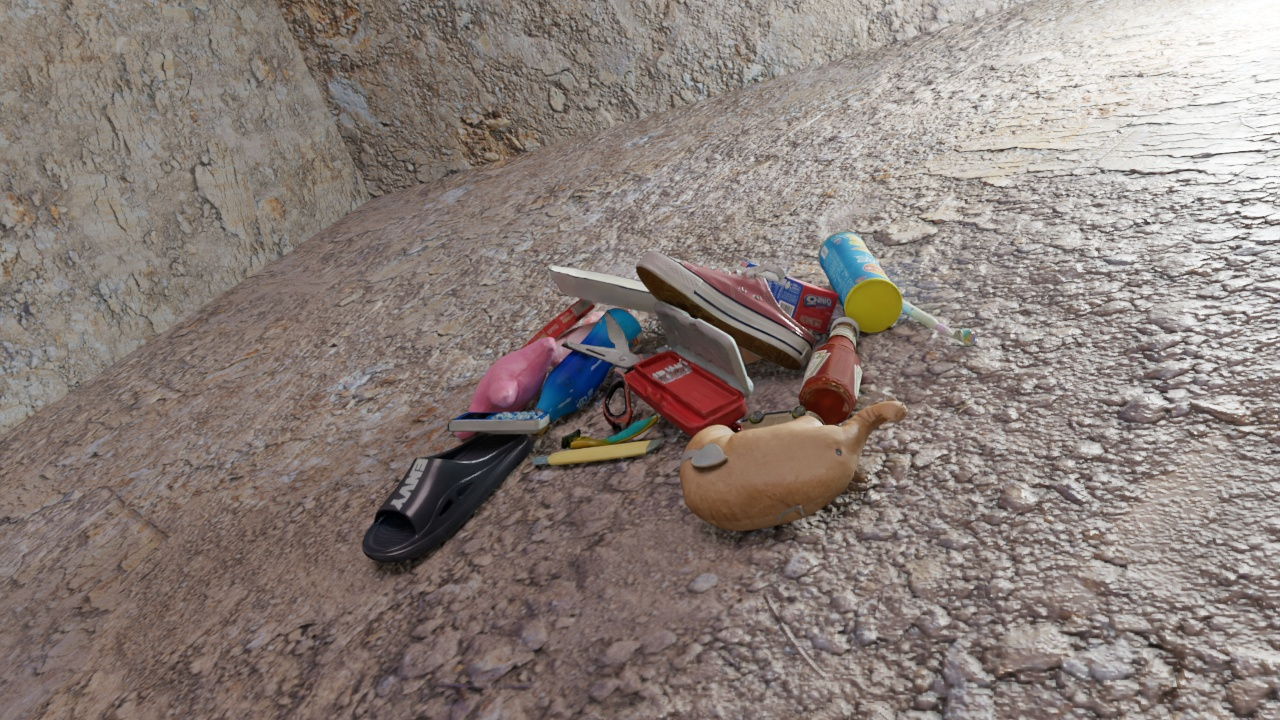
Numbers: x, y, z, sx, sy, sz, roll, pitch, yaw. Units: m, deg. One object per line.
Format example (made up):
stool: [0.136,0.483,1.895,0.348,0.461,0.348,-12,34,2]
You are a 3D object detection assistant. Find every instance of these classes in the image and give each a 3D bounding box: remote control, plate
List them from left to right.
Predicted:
remote control: [-0.180,0.080,1.177,0.125,0.024,0.049,-1,9,14]
plate: [-0.008,-0.096,1.345,0.265,0.034,0.162,11,9,-10]

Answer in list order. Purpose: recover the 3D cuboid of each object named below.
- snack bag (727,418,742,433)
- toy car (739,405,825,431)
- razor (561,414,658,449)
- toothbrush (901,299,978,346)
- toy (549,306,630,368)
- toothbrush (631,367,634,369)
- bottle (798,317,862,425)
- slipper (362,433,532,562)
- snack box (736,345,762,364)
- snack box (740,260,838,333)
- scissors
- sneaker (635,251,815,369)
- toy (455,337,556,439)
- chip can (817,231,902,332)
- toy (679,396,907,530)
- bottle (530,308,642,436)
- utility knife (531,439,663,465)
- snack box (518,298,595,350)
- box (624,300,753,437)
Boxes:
snack bag: [0.101,0.066,1.057,0.045,0.026,0.105,-19,22,9]
toy car: [0.152,0.075,0.974,0.091,0.042,0.035,-12,46,33]
razor: [-0.033,0.088,1.115,0.133,0.028,0.043,-16,0,29]
toothbrush: [0.348,-0.053,1.116,0.020,0.029,0.189,-61,20,10]
toy: [-0.075,-0.035,1.391,0.122,0.054,0.159,-12,24,38]
toothbrush: [0.058,-0.008,1.270,0.189,0.017,0.014,-9,25,23]
bottle: [0.224,0.004,1.049,0.060,0.060,0.205,-11,21,23]
slipper: [-0.242,0.141,1.119,0.111,0.083,0.267,-1,28,38]
snack box: [0.140,-0.039,1.242,0.084,0.026,0.157,-20,23,-16]
snack box: [0.190,-0.090,1.244,0.058,0.057,0.207,13,10,-19]
scissors: [-0.008,0.010,1.199,0.189,0.015,0.224,-10,48,2]
sneaker: [0.112,-0.080,1.131,0.087,0.241,0.118,-61,-2,-16]
toy: [-0.173,0.025,1.284,0.195,0.074,0.178,-38,11,45]
chip can: [0.288,-0.109,1.221,0.071,0.071,0.210,-18,23,9]
toy: [0.147,0.097,0.881,0.226,0.082,0.143,-12,38,15]
bottle: [-0.082,0.018,1.256,0.065,0.065,0.218,6,45,47]
utility knife: [-0.057,0.111,1.104,0.179,0.019,0.030,-4,24,22]
snack box: [-0.134,-0.046,1.426,0.075,0.025,0.153,-39,3,-37]
box: [0.044,0.006,1.071,0.094,0.100,0.201,-28,25,-14]
